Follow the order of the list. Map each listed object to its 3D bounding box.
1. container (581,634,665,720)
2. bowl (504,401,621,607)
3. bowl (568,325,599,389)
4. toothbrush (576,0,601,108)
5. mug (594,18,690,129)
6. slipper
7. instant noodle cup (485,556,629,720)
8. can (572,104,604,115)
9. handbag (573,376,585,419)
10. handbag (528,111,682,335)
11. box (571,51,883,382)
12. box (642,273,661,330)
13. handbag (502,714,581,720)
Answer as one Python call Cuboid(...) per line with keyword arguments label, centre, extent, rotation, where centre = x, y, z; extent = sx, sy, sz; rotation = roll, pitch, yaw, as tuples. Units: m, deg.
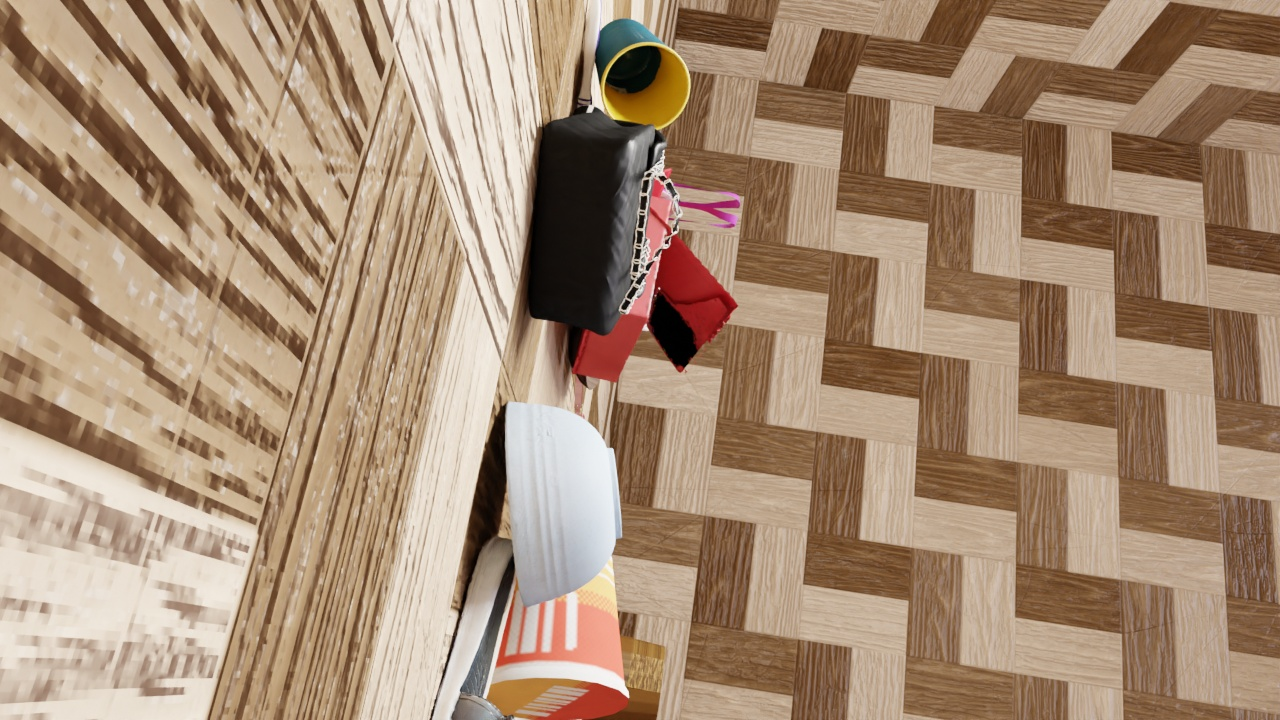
Cuboid(label="container", centre=(-0.060, 0.387, 1.117), extent=(0.132, 0.167, 0.132), rotation=(19, 80, -89))
Cuboid(label="bowl", centre=(-0.054, 0.101, 0.672), extent=(0.150, 0.075, 0.150), rotation=(172, -87, -87))
Cuboid(label="bowl", centre=(-0.061, -0.026, 1.109), extent=(0.119, 0.032, 0.119), rotation=(15, 89, -80))
Cuboid(label="toothbrush", centre=(-0.050, -0.226, 0.813), extent=(0.016, 0.015, 0.187), rotation=(-79, 177, -72))
Cuboid(label="mug", centre=(-0.006, -0.265, 0.834), extent=(0.121, 0.078, 0.078), rotation=(-108, -158, -54))
Cuboid(label="slipper", centre=(-0.102, 0.244, 0.605), extent=(0.111, 0.063, 0.263), rotation=(97, -1, -50))
Cuboid(label="instant noodle cup", centre=(-0.072, 0.225, 0.773), extent=(0.124, 0.123, 0.120), rotation=(97, -6, -54))
Cuboid(label="can", centre=(-0.049, -0.179, 0.773), extent=(0.032, 0.031, 0.080), rotation=(97, 2, -53))
Cuboid(label="handbag", centre=(-0.083, 0.059, 1.234), extent=(0.055, 0.029, 0.119), rotation=(-91, -175, -84))
Cuboid(label="handbag", centre=(-0.013, -0.107, 0.698), extent=(0.124, 0.115, 0.154), rotation=(-56, 154, -60))
Cuboid(label="box", centre=(0.068, -0.161, 0.993), extent=(0.424, 0.128, 0.213), rotation=(-46, 174, -21))
Cuboid(label="box", centre=(-0.023, -0.068, 1.294), extent=(0.107, 0.102, 0.102), rotation=(-82, -178, -64))
Cuboid(label="handbag", centre=(-0.115, 0.332, 0.967), extent=(0.151, 0.074, 0.176), rotation=(116, -36, -89))
